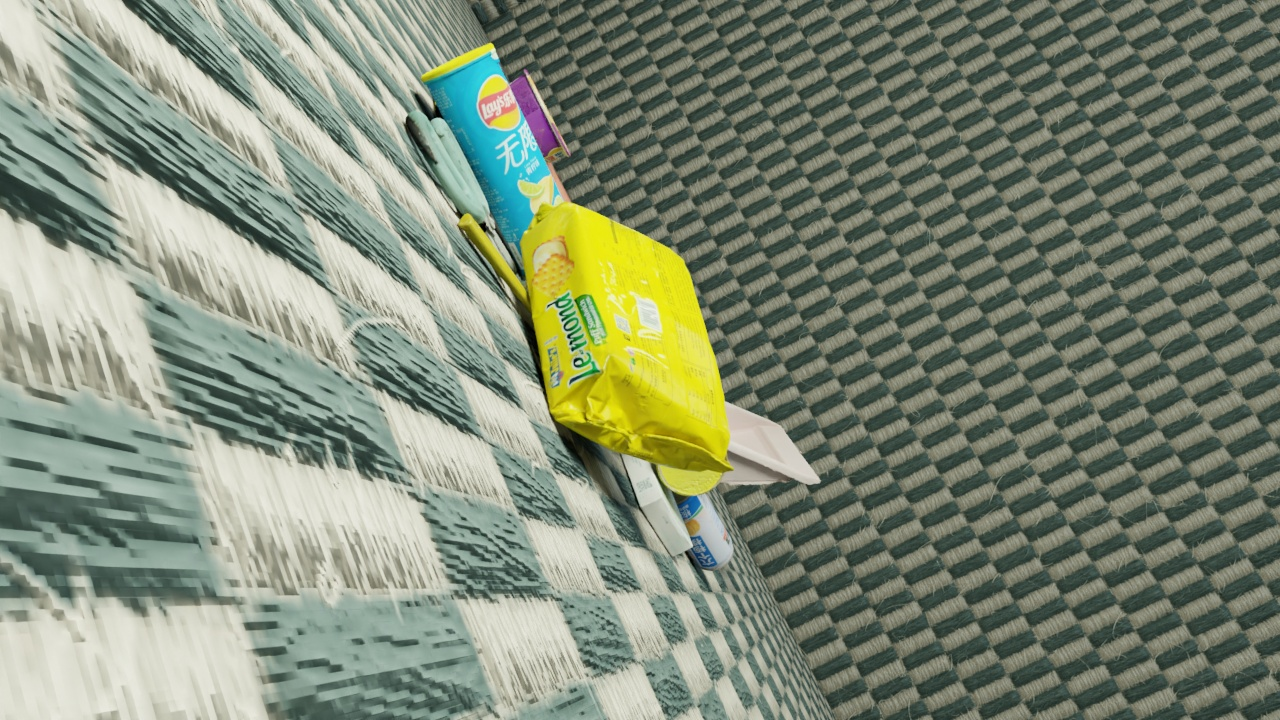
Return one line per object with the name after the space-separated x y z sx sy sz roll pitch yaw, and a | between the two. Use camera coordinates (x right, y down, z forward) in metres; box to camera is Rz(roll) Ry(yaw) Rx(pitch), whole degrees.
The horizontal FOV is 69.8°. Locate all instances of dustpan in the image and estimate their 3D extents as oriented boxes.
0.093 0.072 1.235 0.222 0.273 0.139 -118 -156 -73 | dustpan

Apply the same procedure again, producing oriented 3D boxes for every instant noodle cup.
-0.147 -0.262 1.060 0.111 0.099 0.111 61 3 -6 | instant noodle cup

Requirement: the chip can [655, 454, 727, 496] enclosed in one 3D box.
0.049 0.087 1.001 0.072 0.072 0.221 62 2 -6 | chip can

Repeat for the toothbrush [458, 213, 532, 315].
-0.100 -0.050 0.762 0.190 0.016 0.015 58 6 -46 | toothbrush

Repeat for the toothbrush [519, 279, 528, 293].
-0.090 -0.058 0.897 0.224 0.027 0.026 36 55 -84 | toothbrush

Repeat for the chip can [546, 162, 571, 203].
-0.134 -0.217 1.161 0.215 0.071 0.071 62 3 -14 | chip can

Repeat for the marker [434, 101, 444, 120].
-0.192 -0.241 0.899 0.018 0.015 0.124 57 7 -33 | marker

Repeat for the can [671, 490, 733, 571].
0.062 0.186 1.058 0.135 0.053 0.053 60 4 -37 | can

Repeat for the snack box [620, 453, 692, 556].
0.008 0.123 0.958 0.085 0.027 0.156 61 4 -35 | snack box

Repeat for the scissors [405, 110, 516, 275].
-0.149 -0.147 0.749 0.170 0.019 0.181 64 2 16 | scissors

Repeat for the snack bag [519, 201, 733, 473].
-0.009 -0.025 0.755 0.158 0.068 0.246 21 40 -35 | snack bag

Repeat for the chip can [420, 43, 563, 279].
-0.124 -0.182 0.861 0.071 0.071 0.210 -111 176 -67 | chip can
